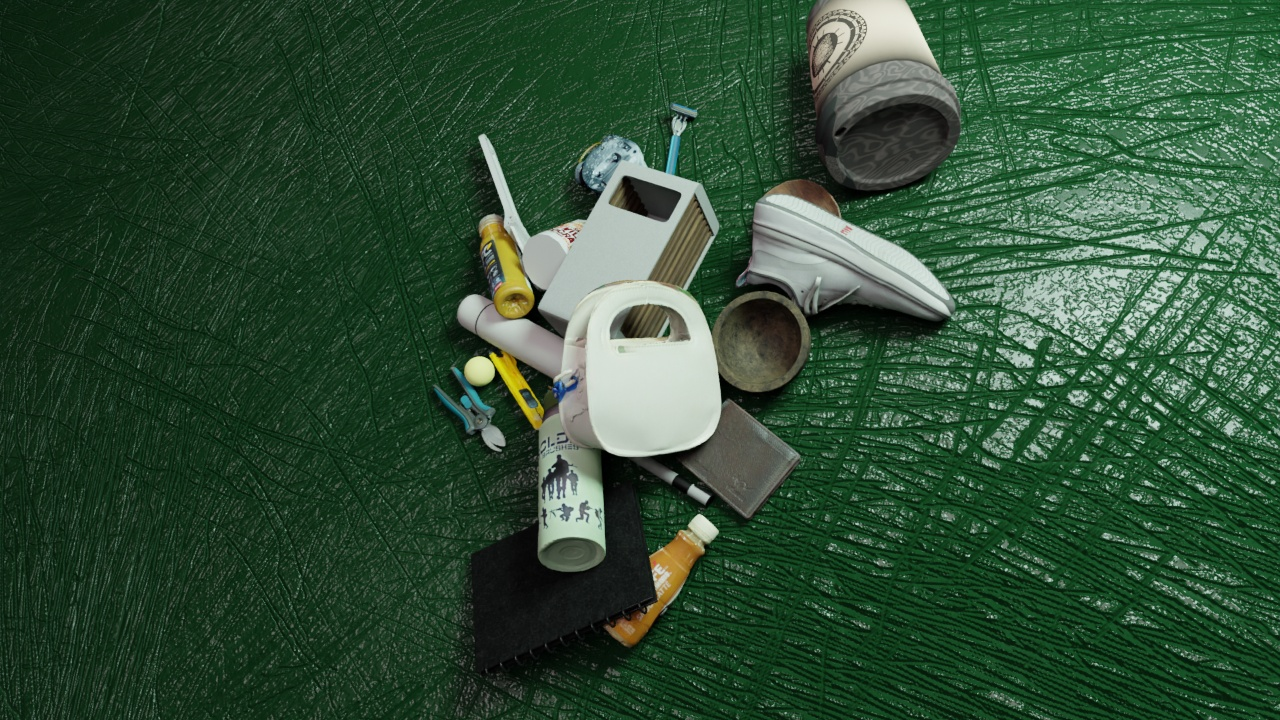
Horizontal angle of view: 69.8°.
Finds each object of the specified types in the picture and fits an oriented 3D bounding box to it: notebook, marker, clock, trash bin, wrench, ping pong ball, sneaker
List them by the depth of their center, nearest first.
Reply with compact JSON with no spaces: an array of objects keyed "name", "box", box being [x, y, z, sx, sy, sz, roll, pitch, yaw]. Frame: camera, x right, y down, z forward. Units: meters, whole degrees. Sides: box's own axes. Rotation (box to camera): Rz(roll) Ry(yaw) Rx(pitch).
[{"name":"notebook","box":[-0.096,0.254,1.065,0.232,0.019,0.169,-27,45,14]},{"name":"sneaker","box":[0.240,-0.093,1.100,0.263,0.096,0.129,27,120,10]},{"name":"marker","box":[0.028,0.136,1.114,0.140,0.016,0.016,29,80,26]},{"name":"trash bin","box":[-0.011,-0.121,1.177,0.114,0.114,0.228,23,77,25]},{"name":"ping pong ball","box":[-0.216,0.015,1.233,0.040,0.040,0.040,-7,66,16]},{"name":"clock","box":[-0.041,-0.267,1.281,0.090,0.052,0.129,-44,57,-2]},{"name":"wrench","box":[-0.189,-0.230,1.318,0.018,0.087,0.273,-28,52,6]}]

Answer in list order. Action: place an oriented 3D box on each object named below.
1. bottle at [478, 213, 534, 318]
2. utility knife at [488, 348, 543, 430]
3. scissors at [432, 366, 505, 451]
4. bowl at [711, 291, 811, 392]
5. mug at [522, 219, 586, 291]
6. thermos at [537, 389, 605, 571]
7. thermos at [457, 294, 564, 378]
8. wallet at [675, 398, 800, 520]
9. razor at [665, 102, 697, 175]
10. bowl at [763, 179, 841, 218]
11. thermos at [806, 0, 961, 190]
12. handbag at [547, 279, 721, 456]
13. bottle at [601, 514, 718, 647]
[{"name":"bottle","box":[-0.189,-0.134,1.257,0.053,0.053,0.186,-28,46,6]},{"name":"utility knife","box":[-0.144,0.057,1.204,0.030,0.018,0.206,-19,61,-29]},{"name":"scissors","box":[-0.225,0.062,1.229,0.132,0.019,0.148,-2,67,19]},{"name":"bowl","box":[0.151,-0.019,1.111,0.121,0.056,0.121,-4,81,25]},{"name":"mug","box":[-0.107,-0.131,1.224,0.073,0.089,0.105,46,127,9]},{"name":"thermos","box":[-0.080,0.131,1.090,0.082,0.082,0.231,-16,46,12]},{"name":"thermos","box":[-0.152,-0.026,1.221,0.224,0.052,0.052,28,79,26]},{"name":"wallet","box":[0.115,0.115,1.087,0.120,0.031,0.099,40,88,27]},{"name":"razor","box":[0.047,-0.291,1.283,0.042,0.022,0.143,15,75,-14]},{"name":"bowl","box":[0.203,-0.177,1.178,0.102,0.026,0.114,-32,63,3]},{"name":"thermos","box":[0.290,-0.353,1.149,0.173,0.173,0.225,-13,59,13]},{"name":"handbag","box":[-0.006,0.006,1.069,0.093,0.200,0.199,6,97,58]},{"name":"bottle","box":[0.023,0.247,1.046,0.059,0.059,0.167,39,83,28]}]
